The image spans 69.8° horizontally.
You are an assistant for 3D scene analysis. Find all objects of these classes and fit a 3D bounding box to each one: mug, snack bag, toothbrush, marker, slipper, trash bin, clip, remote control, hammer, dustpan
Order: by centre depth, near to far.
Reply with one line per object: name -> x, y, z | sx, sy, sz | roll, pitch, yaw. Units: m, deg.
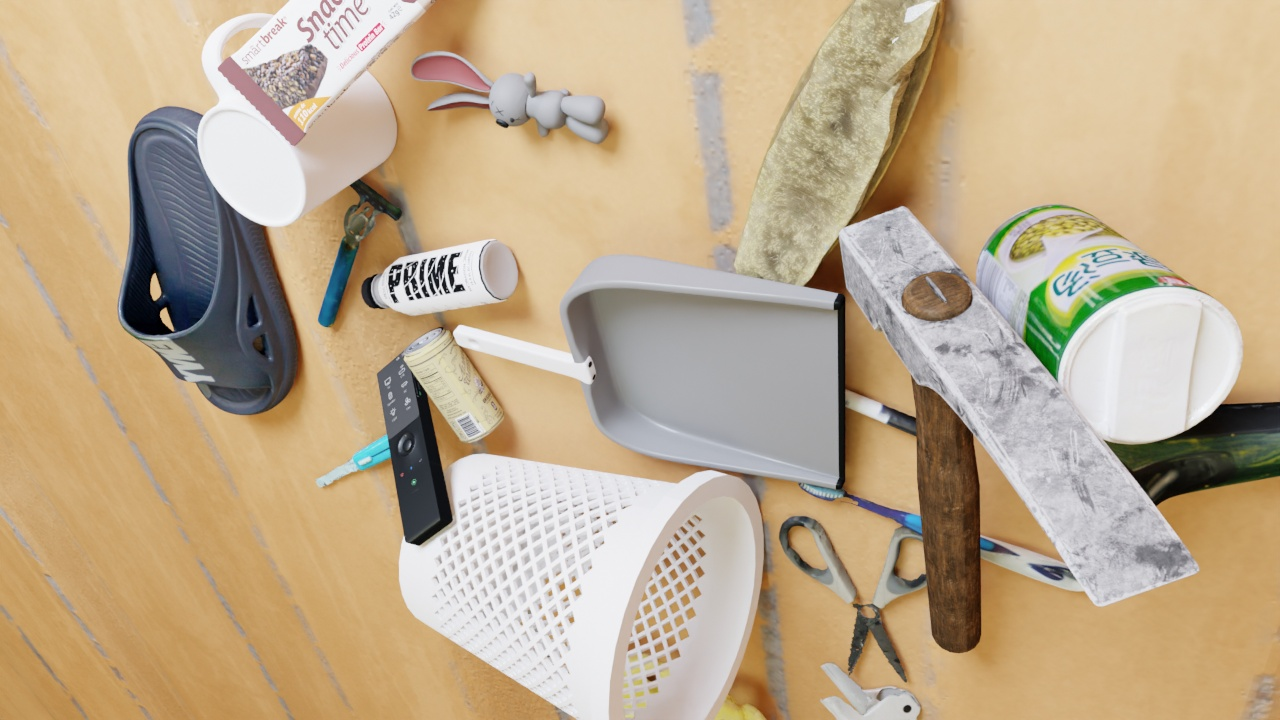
hammer -> 0.174, 0.098, 0.466 | 0.037, 0.217, 0.301 | -20, 132, 1
snack bag -> -0.148, -0.187, 0.481 | 0.158, 0.013, 0.057 | -42, 100, 6
mug -> -0.210, -0.149, 0.544 | 0.074, 0.090, 0.110 | -6, 121, 30
marker -> 0.111, 0.017, 0.558 | 0.152, 0.011, 0.011 | 23, 131, 10
dustpan -> -0.003, 0.003, 0.569 | 0.258, 0.033, 0.163 | 14, 142, 25
toothbrush -> 0.190, 0.107, 0.579 | 0.189, 0.016, 0.017 | 19, 163, 14
trash bin -> -0.048, 0.152, 0.637 | 0.200, 0.194, 0.196 | 12, 129, 31
remote control -> -0.161, 0.057, 0.648 | 0.034, 0.150, 0.013 | -37, 142, 20
slipper -> -0.333, -0.051, 0.688 | 0.111, 0.083, 0.269 | 16, 128, 13
clip -> 0.181, 0.274, 0.702 | 0.102, 0.057, 0.052 | 51, 154, -15

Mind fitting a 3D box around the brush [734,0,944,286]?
brush -> 0.093, -0.104, 0.454 | 0.059, 0.043, 0.196 | 28, 133, 6

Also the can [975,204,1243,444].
can -> 0.198, -0.021, 0.402 | 0.067, 0.120, 0.067 | 1, 116, 2

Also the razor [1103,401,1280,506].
razor -> 0.284, 0.053, 0.462 | 0.152, 0.067, 0.054 | -13, 121, 25

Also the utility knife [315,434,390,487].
utility knife -> -0.233, 0.085, 0.784 | 0.179, 0.015, 0.022 | -28, 109, 41

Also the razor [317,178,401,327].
razor -> -0.209, -0.069, 0.651 | 0.042, 0.022, 0.144 | 38, 133, -1

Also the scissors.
scissors -> 0.158, 0.163, 0.641 | 0.157, 0.012, 0.166 | 40, 132, -2

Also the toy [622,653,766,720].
toy -> 0.031, 0.319, 0.789 | 0.170, 0.064, 0.155 | 23, 125, 10

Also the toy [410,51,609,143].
toy -> -0.071, -0.146, 0.516 | 0.112, 0.030, 0.049 | 16, 158, 12

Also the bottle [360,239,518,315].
bottle -> -0.139, -0.052, 0.613 | 0.116, 0.041, 0.041 | -6, 121, 30

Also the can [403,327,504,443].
can -> -0.135, 0.018, 0.665 | 0.038, 0.038, 0.079 | -15, 116, 34
